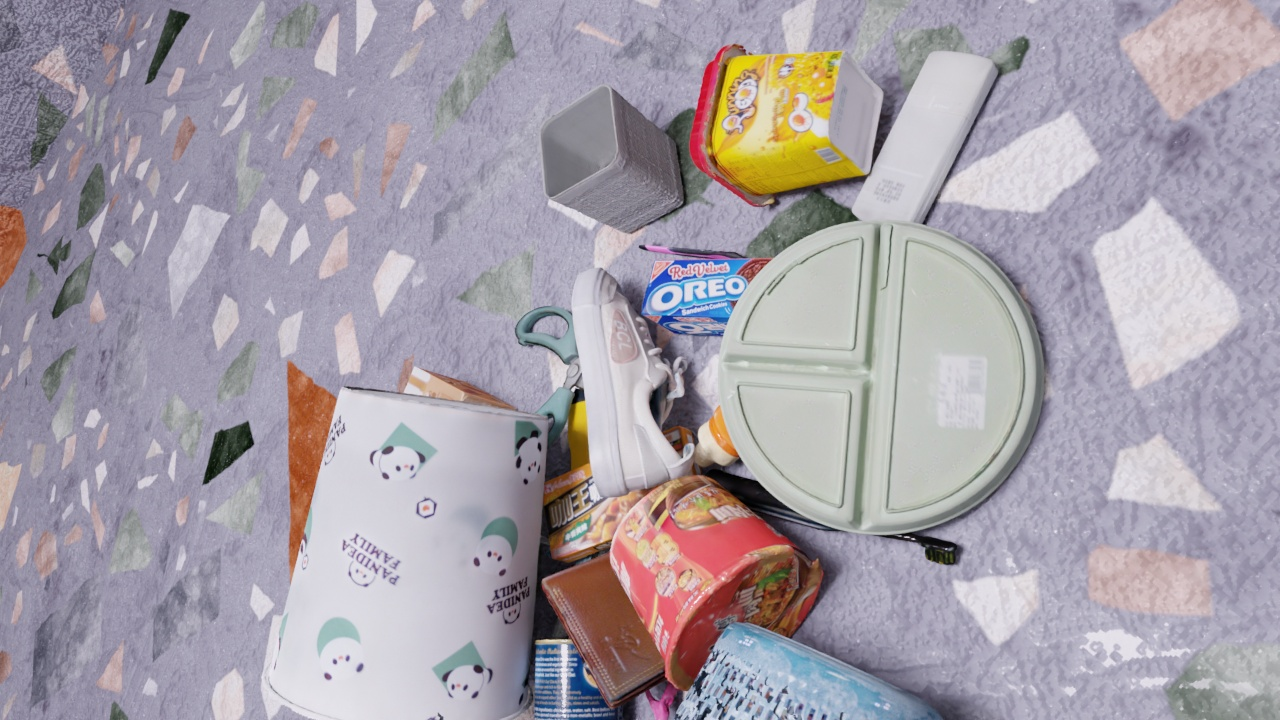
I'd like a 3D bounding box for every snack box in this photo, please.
[{"bbox_3d":[0.098,-0.051,0.769,0.208,0.058,0.057,5,76,40],"label":"snack box"},{"bbox_3d":[-0.200,0.070,0.961,0.094,0.077,0.093,22,91,41],"label":"snack box"},{"bbox_3d":[-0.016,0.120,0.815,0.154,0.026,0.075,-25,61,22],"label":"snack box"}]

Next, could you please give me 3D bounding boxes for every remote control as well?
[{"bbox_3d":[0.224,-0.171,0.727,0.058,0.021,0.150,30,96,43],"label":"remote control"}]

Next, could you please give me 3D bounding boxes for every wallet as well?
[{"bbox_3d":[-0.011,0.209,0.752,0.124,0.101,0.032,51,154,37],"label":"wallet"}]

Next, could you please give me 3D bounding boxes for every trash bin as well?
[{"bbox_3d":[-0.189,0.160,0.803,0.230,0.229,0.252,7,88,40],"label":"trash bin"},{"bbox_3d":[0.091,0.286,0.584,0.227,0.226,0.194,13,72,41],"label":"trash bin"}]

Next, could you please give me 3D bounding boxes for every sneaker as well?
[{"bbox_3d":[-0.005,0.005,0.797,0.091,0.090,0.241,-11,50,2],"label":"sneaker"}]

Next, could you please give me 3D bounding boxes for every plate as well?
[{"bbox_3d":[0.166,0.009,0.656,0.230,0.027,0.230,-2,84,16],"label":"plate"}]

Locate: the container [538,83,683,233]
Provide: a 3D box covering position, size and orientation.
[{"bbox_3d":[-0.024,-0.184,0.873,0.090,0.114,0.090,-22,63,32],"label":"container"}]

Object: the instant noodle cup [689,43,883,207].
[{"bbox_3d":[0.122,-0.196,0.754,0.124,0.116,0.116,4,78,41],"label":"instant noodle cup"}]

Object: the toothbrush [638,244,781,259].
[{"bbox_3d":[0.069,-0.098,0.837,0.189,0.014,0.017,13,75,42],"label":"toothbrush"}]

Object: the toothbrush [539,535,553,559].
[{"bbox_3d":[-0.148,0.159,0.924,0.221,0.027,0.026,13,51,41],"label":"toothbrush"}]

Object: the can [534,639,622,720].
[{"bbox_3d":[-0.052,0.292,0.770,0.075,0.075,0.111,-14,68,36],"label":"can"}]

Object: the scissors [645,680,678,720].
[{"bbox_3d":[0.020,0.294,0.720,0.133,0.017,0.136,-10,46,6],"label":"scissors"}]

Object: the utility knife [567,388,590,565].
[{"bbox_3d":[-0.055,0.134,0.862,0.033,0.015,0.230,-16,64,35],"label":"utility knife"}]

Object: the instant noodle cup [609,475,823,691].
[{"bbox_3d":[0.048,0.162,0.692,0.138,0.137,0.108,-56,47,11],"label":"instant noodle cup"}]

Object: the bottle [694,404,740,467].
[{"bbox_3d":[0.096,0.041,0.742,0.150,0.066,0.066,-43,53,30],"label":"bottle"}]

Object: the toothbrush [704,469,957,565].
[{"bbox_3d":[0.139,0.119,0.704,0.213,0.026,0.027,11,116,40],"label":"toothbrush"}]

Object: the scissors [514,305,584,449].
[{"bbox_3d":[-0.100,0.019,0.920,0.175,0.019,0.170,-49,44,7],"label":"scissors"}]
